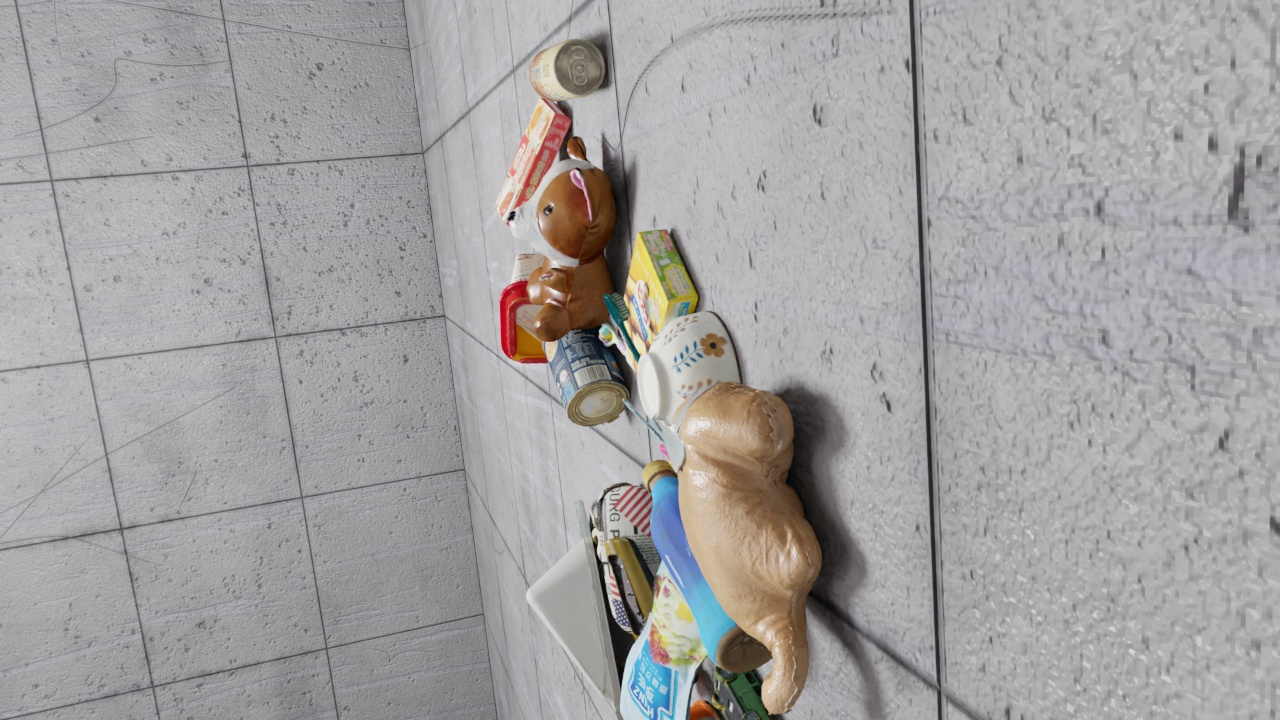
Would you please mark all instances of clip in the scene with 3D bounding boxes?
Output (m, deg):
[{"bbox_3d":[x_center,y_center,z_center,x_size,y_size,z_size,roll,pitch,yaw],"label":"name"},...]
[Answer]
[{"bbox_3d":[-0.038,0.210,1.130,0.100,0.071,0.034,92,162,-47],"label":"clip"}]

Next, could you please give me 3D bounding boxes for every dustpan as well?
[{"bbox_3d":[-0.055,0.328,1.229,0.257,0.142,0.223,49,168,7],"label":"dustpan"}]

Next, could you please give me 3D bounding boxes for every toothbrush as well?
[{"bbox_3d":[-0.006,0.006,0.959,0.189,0.020,0.029,-131,38,-57],"label":"toothbrush"},{"bbox_3d":[0.016,0.023,0.830,0.191,0.018,0.016,62,153,1],"label":"toothbrush"}]

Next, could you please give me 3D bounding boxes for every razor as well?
[{"bbox_3d":[0.004,0.261,0.943,0.062,0.067,0.167,-38,70,47],"label":"razor"}]

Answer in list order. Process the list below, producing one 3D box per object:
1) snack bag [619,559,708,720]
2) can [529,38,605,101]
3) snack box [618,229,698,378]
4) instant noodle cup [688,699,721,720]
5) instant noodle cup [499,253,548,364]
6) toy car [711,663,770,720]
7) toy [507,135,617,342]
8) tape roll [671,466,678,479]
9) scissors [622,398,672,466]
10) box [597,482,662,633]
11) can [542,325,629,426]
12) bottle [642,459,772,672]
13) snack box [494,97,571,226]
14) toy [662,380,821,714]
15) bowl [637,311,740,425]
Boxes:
[{"bbox_3d":[0.027,0.272,0.849,0.110,0.038,0.191,34,112,48],"label":"snack bag"},{"bbox_3d":[-0.079,-0.309,0.980,0.116,0.058,0.058,-146,50,-67],"label":"can"},{"bbox_3d":[0.014,-0.043,0.855,0.141,0.033,0.086,107,149,-51],"label":"snack box"},{"bbox_3d":[0.028,0.421,0.895,0.151,0.111,0.151,171,90,-73],"label":"instant noodle cup"},{"bbox_3d":[-0.117,-0.071,1.146,0.124,0.116,0.117,-100,12,-53],"label":"instant noodle cup"},{"bbox_3d":[0.087,0.290,0.770,0.091,0.036,0.043,-119,28,-54],"label":"toy car"},{"bbox_3d":[-0.081,-0.130,0.988,0.140,0.130,0.200,-111,30,-52],"label":"toy"},{"bbox_3d":[0.036,0.142,0.901,0.086,0.014,0.086,171,90,-73],"label":"tape roll"},{"bbox_3d":[0.032,0.079,0.769,0.113,0.017,0.134,40,171,26],"label":"scissors"},{"bbox_3d":[-0.003,0.216,1.003,0.088,0.076,0.163,-6,89,51],"label":"box"},{"bbox_3d":[-0.063,0.013,1.053,0.075,0.075,0.111,99,155,-45],"label":"can"},{"bbox_3d":[0.050,0.160,0.779,0.218,0.065,0.065,-121,28,-52],"label":"bottle"},{"bbox_3d":[-0.136,-0.245,1.145,0.153,0.025,0.075,-62,32,20],"label":"snack box"},{"bbox_3d":[0.077,0.127,0.651,0.143,0.082,0.226,156,103,-74],"label":"toy"},{"bbox_3d":[0.035,0.018,0.768,0.114,0.062,0.113,172,90,-72],"label":"bowl"}]
